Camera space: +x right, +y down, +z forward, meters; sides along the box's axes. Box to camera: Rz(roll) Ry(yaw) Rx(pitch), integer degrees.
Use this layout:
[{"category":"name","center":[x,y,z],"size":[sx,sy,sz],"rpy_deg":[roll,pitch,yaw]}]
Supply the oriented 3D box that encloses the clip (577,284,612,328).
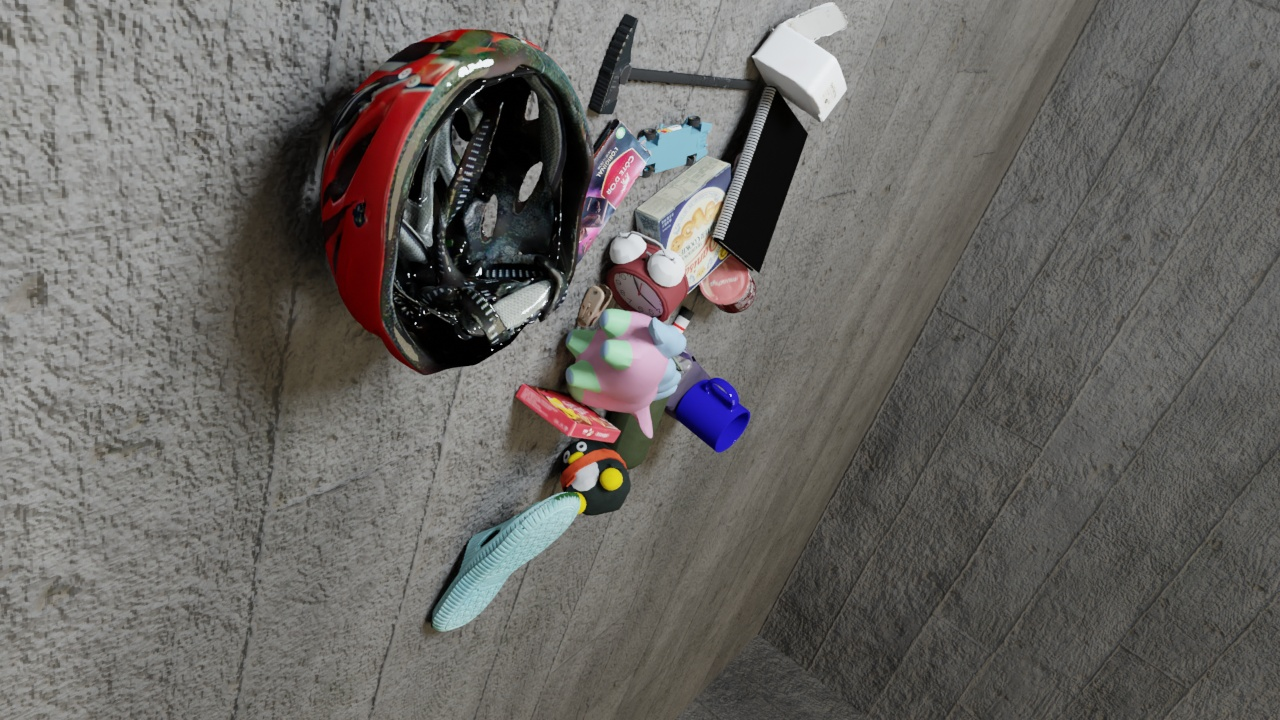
[{"category":"clip","center":[-0.055,-0.066,1.108],"size":[0.062,0.025,0.047],"rpy_deg":[-52,158,2]}]

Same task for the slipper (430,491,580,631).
[{"category":"slipper","center":[-0.191,0.255,1.210],"size":[0.277,0.069,0.115],"rpy_deg":[-48,159,18]}]

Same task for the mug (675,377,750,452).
[{"category":"mug","center":[0.114,0.073,1.399],"size":[0.079,0.083,0.111],"rpy_deg":[-29,146,-37]}]

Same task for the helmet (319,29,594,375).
[{"category":"helmet","center":[-0.139,-0.120,0.687],"size":[0.216,0.167,0.273],"rpy_deg":[-35,149,-41]}]

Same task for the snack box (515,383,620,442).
[{"category":"snack box","center":[-0.087,0.067,1.132],"size":[0.021,0.089,0.133],"rpy_deg":[-58,157,5]}]

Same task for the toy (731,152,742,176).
[{"category":"toy","center":[0.162,-0.276,1.241],"size":[0.125,0.037,0.076],"rpy_deg":[-37,145,-49]}]

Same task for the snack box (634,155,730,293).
[{"category":"snack box","center":[0.058,-0.161,1.159],"size":[0.144,0.043,0.145],"rpy_deg":[-43,144,-30]}]

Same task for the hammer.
[{"category":"hammer","center":[0.056,-0.317,1.012],"size":[0.324,0.015,0.095],"rpy_deg":[-21,138,-55]}]

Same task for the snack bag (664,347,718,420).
[{"category":"snack bag","center":[0.070,0.045,1.454],"size":[0.096,0.058,0.205],"rpy_deg":[-55,157,-2]}]

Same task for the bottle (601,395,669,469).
[{"category":"bottle","center":[-0.016,0.106,1.347],"size":[0.071,0.071,0.207],"rpy_deg":[-24,141,-52]}]

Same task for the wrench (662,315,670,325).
[{"category":"wrench","center":[0.071,-0.137,1.268],"size":[0.273,0.018,0.083],"rpy_deg":[-57,157,1]}]

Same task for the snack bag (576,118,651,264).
[{"category":"snack bag","center":[-0.050,-0.175,0.971],"size":[0.155,0.018,0.074],"rpy_deg":[-56,147,1]}]

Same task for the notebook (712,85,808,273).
[{"category":"notebook","center":[0.161,-0.233,1.207],"size":[0.149,0.016,0.206],"rpy_deg":[23,86,-61]}]

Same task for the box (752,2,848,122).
[{"category":"box","center":[0.218,-0.383,1.126],"size":[0.130,0.103,0.110],"rpy_deg":[-50,160,6]}]

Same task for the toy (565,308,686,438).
[{"category":"toy","center":[-0.007,0.007,1.120],"size":[0.171,0.120,0.223],"rpy_deg":[15,151,-33]}]

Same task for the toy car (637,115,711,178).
[{"category":"toy car","center":[0.028,-0.244,1.035],"size":[0.107,0.027,0.060],"rpy_deg":[-22,142,-27]}]

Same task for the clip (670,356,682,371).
[{"category":"clip","center":[0.034,-0.003,1.331],"size":[0.047,0.023,0.076],"rpy_deg":[-48,128,-13]}]

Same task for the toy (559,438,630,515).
[{"category":"toy","center":[-0.068,0.155,1.278],"size":[0.097,0.119,0.099],"rpy_deg":[-35,147,8]}]

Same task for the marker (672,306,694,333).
[{"category":"marker","center":[0.034,-0.013,1.356],"size":[0.145,0.019,0.019],"rpy_deg":[-58,157,4]}]

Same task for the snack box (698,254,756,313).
[{"category":"snack box","center":[0.128,-0.109,1.326],"size":[0.072,0.072,0.121],"rpy_deg":[-58,168,4]}]

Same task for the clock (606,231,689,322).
[{"category":"clock","center":[0.007,-0.098,1.093],"size":[0.048,0.096,0.138],"rpy_deg":[-51,157,-28]}]
